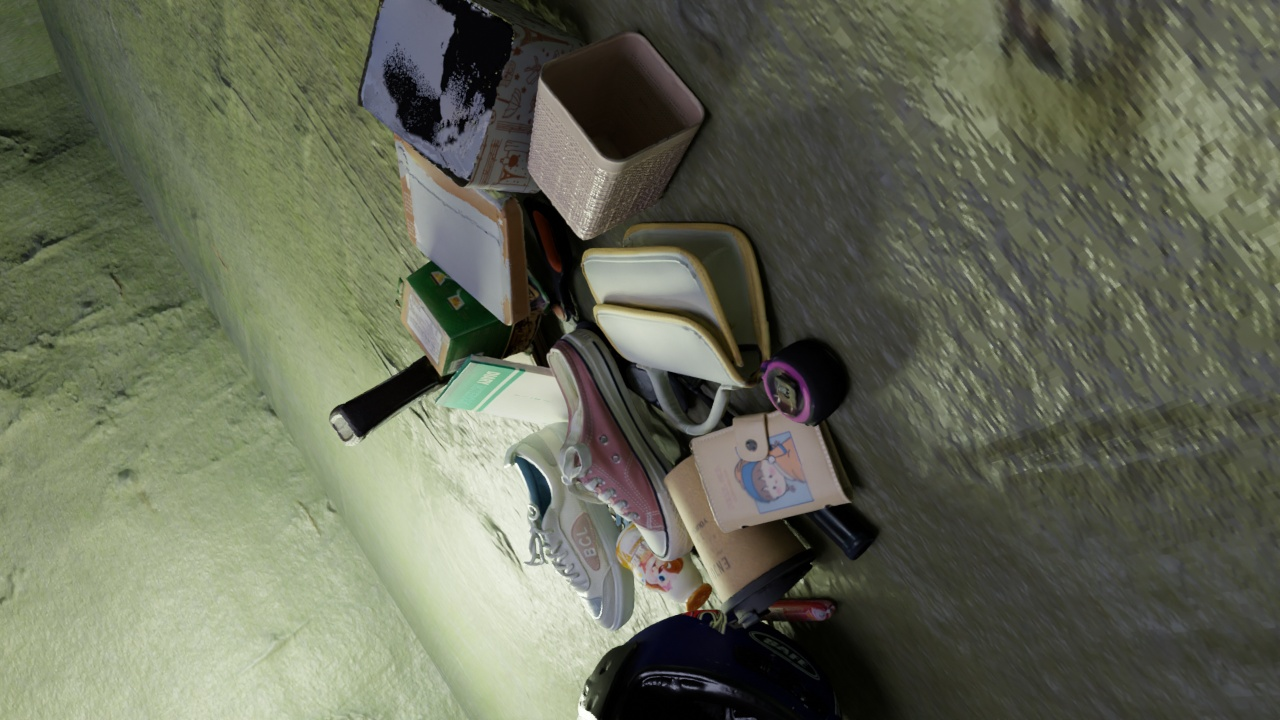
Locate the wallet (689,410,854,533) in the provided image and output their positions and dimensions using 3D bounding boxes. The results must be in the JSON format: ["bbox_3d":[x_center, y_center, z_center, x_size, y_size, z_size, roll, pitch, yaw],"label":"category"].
[{"bbox_3d":[0.098,0.081,0.711,0.115,0.024,0.087,-21,91,35],"label":"wallet"}]

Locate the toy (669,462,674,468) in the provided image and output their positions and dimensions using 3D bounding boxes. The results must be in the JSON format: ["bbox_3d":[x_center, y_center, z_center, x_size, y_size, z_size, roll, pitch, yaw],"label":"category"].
[{"bbox_3d":[0.046,0.135,0.883,0.100,0.031,0.096,-17,100,61],"label":"toy"}]

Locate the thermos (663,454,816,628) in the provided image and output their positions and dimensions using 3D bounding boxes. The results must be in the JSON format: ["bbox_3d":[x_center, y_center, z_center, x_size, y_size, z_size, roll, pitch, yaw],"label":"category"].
[{"bbox_3d":[0.082,0.147,0.784,0.143,0.092,0.093,57,152,20],"label":"thermos"}]

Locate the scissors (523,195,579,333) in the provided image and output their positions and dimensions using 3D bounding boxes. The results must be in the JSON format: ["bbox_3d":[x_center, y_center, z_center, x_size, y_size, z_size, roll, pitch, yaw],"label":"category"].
[{"bbox_3d":[-0.084,-0.071,0.906,0.234,0.021,0.221,39,150,28],"label":"scissors"}]

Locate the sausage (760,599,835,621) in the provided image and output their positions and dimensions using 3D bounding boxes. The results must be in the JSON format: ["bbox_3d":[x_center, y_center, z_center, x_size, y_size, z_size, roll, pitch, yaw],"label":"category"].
[{"bbox_3d":[0.134,0.231,0.847,0.020,0.020,0.156,59,152,0],"label":"sausage"}]

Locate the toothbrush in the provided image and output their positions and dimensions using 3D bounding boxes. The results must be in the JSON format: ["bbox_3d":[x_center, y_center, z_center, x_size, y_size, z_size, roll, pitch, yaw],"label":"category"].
[{"bbox_3d":[0.103,0.076,0.744,0.212,0.026,0.027,45,117,27],"label":"toothbrush"}]

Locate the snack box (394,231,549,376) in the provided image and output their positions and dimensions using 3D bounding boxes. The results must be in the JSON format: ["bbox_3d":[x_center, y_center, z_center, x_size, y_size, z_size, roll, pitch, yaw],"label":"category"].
[{"bbox_3d":[-0.173,-0.049,0.919,0.117,0.105,0.118,51,149,14],"label":"snack box"}]

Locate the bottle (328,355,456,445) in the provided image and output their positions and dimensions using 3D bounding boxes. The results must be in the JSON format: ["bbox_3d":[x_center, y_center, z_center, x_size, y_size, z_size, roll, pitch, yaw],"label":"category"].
[{"bbox_3d":[-0.235,0.021,0.980,0.044,0.194,0.080,57,149,-5],"label":"bottle"}]

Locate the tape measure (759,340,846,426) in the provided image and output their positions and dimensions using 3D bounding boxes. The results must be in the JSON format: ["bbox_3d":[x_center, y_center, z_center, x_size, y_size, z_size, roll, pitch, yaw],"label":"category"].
[{"bbox_3d":[0.114,0.017,0.651,0.057,0.039,0.058,35,144,37],"label":"tape measure"}]

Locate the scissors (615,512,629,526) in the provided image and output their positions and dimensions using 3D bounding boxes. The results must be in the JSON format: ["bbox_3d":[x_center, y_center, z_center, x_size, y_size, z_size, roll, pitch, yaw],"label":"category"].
[{"bbox_3d":[-0.032,0.117,0.977,0.073,0.017,0.137,21,121,44],"label":"scissors"}]

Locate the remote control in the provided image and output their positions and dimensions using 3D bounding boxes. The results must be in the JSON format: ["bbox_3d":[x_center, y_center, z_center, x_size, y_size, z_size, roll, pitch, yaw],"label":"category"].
[{"bbox_3d":[-0.005,0.005,0.839,0.136,0.024,0.053,34,143,24],"label":"remote control"}]

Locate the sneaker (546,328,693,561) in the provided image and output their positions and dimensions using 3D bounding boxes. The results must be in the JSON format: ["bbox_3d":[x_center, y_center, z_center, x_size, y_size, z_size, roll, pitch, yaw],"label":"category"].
[{"bbox_3d":[-0.033,0.092,0.843,0.118,0.087,0.241,5,124,62],"label":"sneaker"}]

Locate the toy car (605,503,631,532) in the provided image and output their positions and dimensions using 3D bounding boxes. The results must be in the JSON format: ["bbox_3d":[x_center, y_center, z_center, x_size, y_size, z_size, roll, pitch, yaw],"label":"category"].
[{"bbox_3d":[-0.022,0.182,1.030,0.054,0.036,0.121,31,133,43],"label":"toy car"}]

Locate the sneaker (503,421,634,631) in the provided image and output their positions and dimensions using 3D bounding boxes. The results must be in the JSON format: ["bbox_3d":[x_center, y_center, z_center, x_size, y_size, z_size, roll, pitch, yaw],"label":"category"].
[{"bbox_3d":[-0.082,0.193,1.007,0.090,0.090,0.242,-16,94,56],"label":"sneaker"}]

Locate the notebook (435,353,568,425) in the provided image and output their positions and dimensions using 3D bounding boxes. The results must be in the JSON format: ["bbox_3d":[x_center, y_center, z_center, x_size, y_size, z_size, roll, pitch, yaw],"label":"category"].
[{"bbox_3d":[-0.124,0.035,0.957,0.210,0.150,0.012,146,132,-64],"label":"notebook"}]

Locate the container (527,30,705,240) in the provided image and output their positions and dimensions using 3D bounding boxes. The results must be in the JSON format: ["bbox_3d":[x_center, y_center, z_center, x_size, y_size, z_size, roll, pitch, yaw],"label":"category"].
[{"bbox_3d":[-0.025,-0.156,0.660,0.090,0.090,0.111,53,154,11],"label":"container"}]

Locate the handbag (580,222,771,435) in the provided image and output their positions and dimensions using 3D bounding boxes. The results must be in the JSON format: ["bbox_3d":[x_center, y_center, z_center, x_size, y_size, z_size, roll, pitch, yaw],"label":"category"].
[{"bbox_3d":[0.030,-0.015,0.723,0.163,0.063,0.179,12,123,55],"label":"handbag"}]

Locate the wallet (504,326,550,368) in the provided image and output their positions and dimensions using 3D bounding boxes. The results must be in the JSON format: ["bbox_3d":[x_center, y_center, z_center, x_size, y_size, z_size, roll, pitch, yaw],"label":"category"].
[{"bbox_3d":[-0.145,-0.021,1.036,0.115,0.033,0.090,15,132,51],"label":"wallet"}]

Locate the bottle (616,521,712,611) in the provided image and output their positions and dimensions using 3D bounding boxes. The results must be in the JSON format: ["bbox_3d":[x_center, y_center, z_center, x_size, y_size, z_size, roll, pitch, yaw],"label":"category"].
[{"bbox_3d":[0.026,0.213,0.955,0.108,0.063,0.063,38,145,32],"label":"bottle"}]

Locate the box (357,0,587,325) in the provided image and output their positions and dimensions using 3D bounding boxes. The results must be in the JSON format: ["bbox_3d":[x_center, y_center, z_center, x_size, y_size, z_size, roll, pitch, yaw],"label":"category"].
[{"bbox_3d":[-0.150,-0.173,0.771,0.179,0.110,0.260,40,121,31],"label":"box"}]

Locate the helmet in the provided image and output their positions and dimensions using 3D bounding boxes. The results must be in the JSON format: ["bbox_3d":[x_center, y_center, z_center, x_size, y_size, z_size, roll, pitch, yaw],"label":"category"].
[{"bbox_3d":[0.067,0.347,0.821,0.247,0.240,0.316,31,160,-2],"label":"helmet"}]
